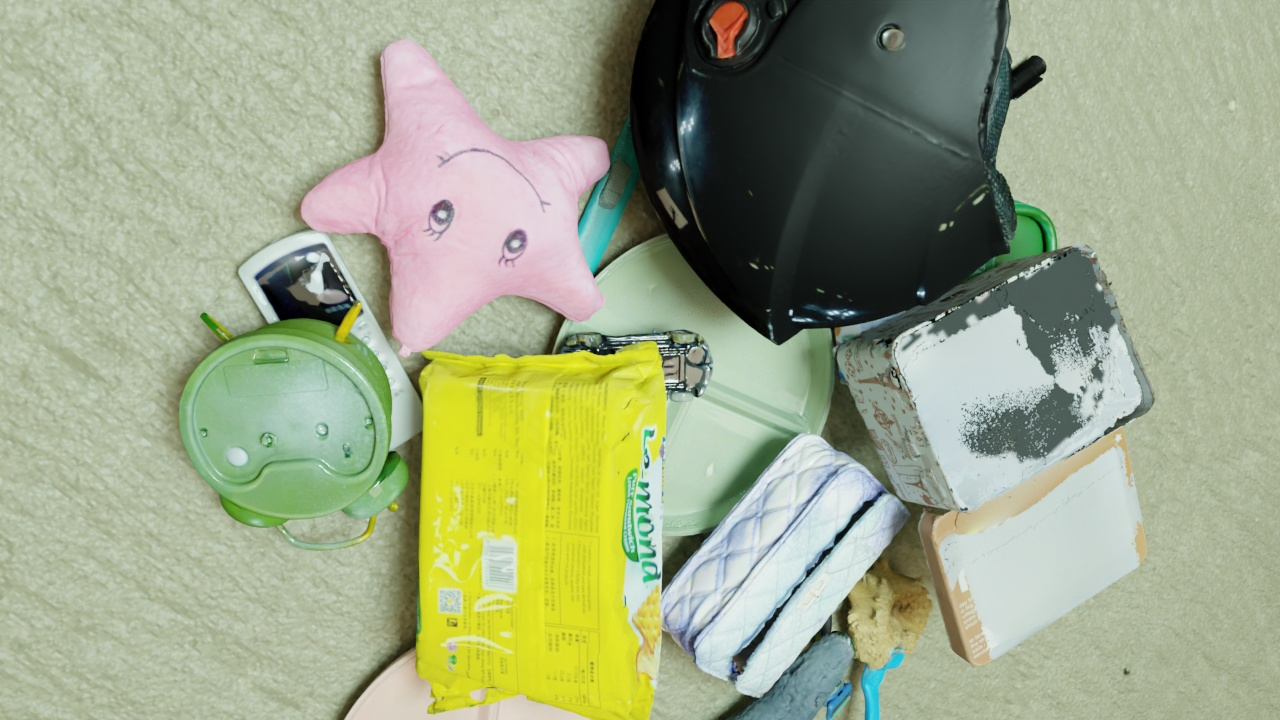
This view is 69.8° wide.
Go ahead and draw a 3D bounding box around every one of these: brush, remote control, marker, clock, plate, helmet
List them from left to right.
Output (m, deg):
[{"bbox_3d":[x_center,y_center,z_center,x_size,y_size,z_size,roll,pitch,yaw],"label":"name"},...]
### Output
[{"bbox_3d":[-0.202,0.046,0.550,0.116,0.056,0.161,-4,112,-1],"label":"clock"},{"bbox_3d":[-0.190,-0.008,0.577,0.058,0.021,0.150,-30,112,-13],"label":"remote control"},{"bbox_3d":[-0.114,0.292,0.674,0.229,0.028,0.230,-5,105,-21],"label":"plate"},{"bbox_3d":[0.039,0.017,0.673,0.229,0.027,0.230,-5,104,-22],"label":"plate"},{"bbox_3d":[0.104,-0.147,0.555,0.231,0.233,0.274,-43,79,20],"label":"helmet"},{"bbox_3d":[0.196,0.293,0.771,0.083,0.046,0.254,12,86,-34],"label":"brush"},{"bbox_3d":[0.268,-0.195,0.722,0.132,0.020,0.022,-38,130,-11],"label":"marker"}]

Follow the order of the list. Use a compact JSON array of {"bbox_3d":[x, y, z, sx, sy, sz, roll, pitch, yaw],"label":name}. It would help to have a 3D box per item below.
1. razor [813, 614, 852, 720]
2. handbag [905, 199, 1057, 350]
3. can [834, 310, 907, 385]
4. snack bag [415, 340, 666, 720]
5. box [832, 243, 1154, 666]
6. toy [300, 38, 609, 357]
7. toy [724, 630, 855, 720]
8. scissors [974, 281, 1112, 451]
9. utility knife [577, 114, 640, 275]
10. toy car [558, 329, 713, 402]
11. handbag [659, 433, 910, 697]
[{"bbox_3d":[0.155,0.228,0.771,0.042,0.022,0.143,-22,108,-52],"label":"razor"},{"bbox_3d":[0.256,-0.063,0.719,0.120,0.068,0.131,-2,103,-22],"label":"handbag"},{"bbox_3d":[0.169,-0.051,0.686,0.053,0.053,0.134,-9,96,-20],"label":"can"},{"bbox_3d":[-0.068,0.108,0.573,0.158,0.068,0.246,2,94,15],"label":"snack bag"},{"bbox_3d":[0.270,0.072,0.645,0.177,0.088,0.262,-25,96,-15],"label":"box"},{"bbox_3d":[-0.101,-0.080,0.565,0.194,0.075,0.178,25,83,-24],"label":"toy"},{"bbox_3d":[0.075,0.376,0.736,0.137,0.091,0.356,14,99,-36],"label":"toy"},{"bbox_3d":[0.332,0.004,0.760,0.177,0.014,0.159,-55,154,9],"label":"scissors"},{"bbox_3d":[-0.014,-0.128,0.625,0.029,0.013,0.193,23,93,-26],"label":"utility knife"},{"bbox_3d":[-0.004,0.004,0.618,0.105,0.031,0.049,-1,104,-11],"label":"toy car"},{"bbox_3d":[0.110,0.159,0.693,0.194,0.075,0.134,-51,138,1],"label":"handbag"}]
